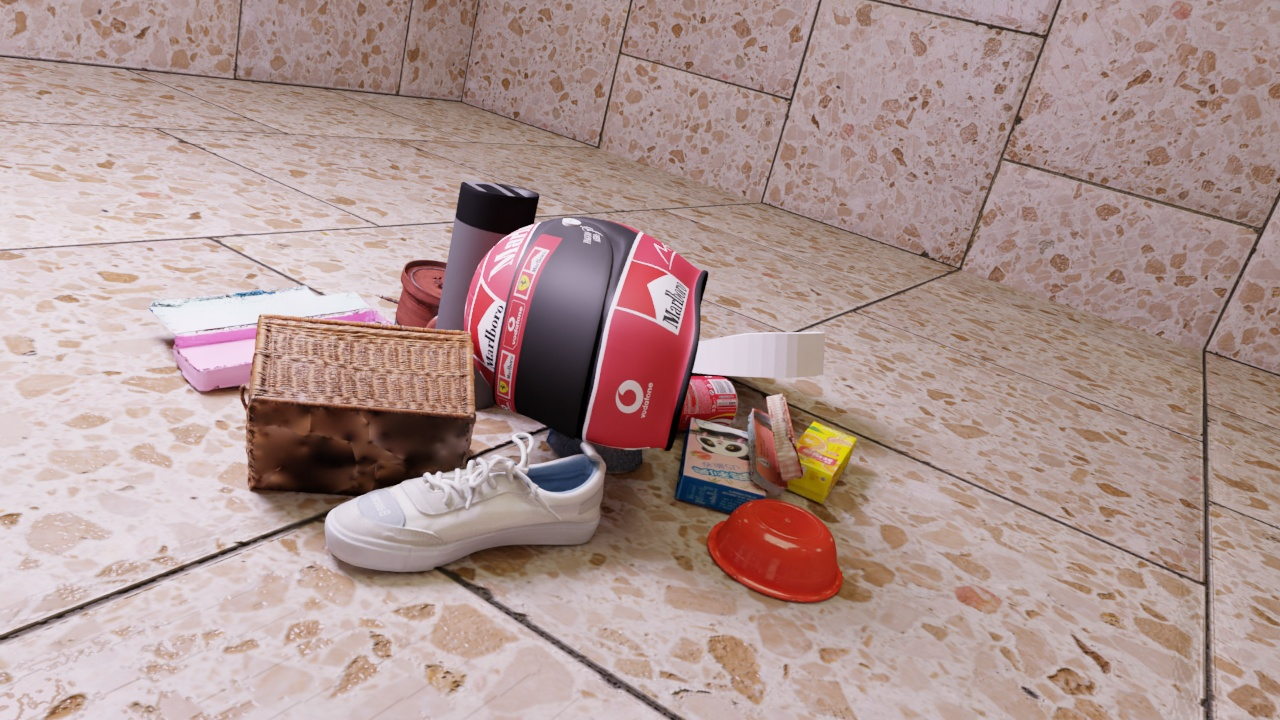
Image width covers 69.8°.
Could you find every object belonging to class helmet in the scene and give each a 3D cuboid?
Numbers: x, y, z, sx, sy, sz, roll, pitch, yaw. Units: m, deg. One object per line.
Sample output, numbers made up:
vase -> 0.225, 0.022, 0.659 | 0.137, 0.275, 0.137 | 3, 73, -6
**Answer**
helmet -> -0.057, -0.033, 0.884 | 0.224, 0.198, 0.270 | 14, 22, 2

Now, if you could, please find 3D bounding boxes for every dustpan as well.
dustpan -> 0.122, -0.017, 1.214 | 0.191, 0.053, 0.258 | -2, 6, -40

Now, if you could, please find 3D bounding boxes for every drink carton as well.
drink carton -> 0.204, 0.114, 1.052 | 0.058, 0.043, 0.134 | 22, 21, 18

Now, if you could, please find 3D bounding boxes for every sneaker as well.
sneaker -> -0.135, 0.108, 0.755 | 0.241, 0.091, 0.089 | 0, 25, -34

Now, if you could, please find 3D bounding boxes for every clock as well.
clock -> -0.240, -0.061, 1.152 | 0.158, 0.072, 0.120 | 35, 26, 24

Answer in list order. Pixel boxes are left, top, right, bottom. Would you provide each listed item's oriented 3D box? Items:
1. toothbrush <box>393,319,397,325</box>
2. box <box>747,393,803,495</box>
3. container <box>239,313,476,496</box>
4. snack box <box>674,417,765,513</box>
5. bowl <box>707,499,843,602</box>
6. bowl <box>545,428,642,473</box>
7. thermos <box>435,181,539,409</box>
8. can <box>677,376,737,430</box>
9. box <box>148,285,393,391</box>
toothbrush -> -0.329, -0.031, 1.111 | 0.016, 0.017, 0.188 | 20, 19, 11
box -> 0.141, 0.092, 0.995 | 0.064, 0.056, 0.187 | -22, 13, 11
container -> -0.242, 0.043, 0.800 | 0.198, 0.114, 0.112 | 5, 37, -18
snack box -> 0.087, 0.113, 0.987 | 0.088, 0.033, 0.154 | 14, 20, 1
bowl -> 0.130, 0.166, 0.851 | 0.130, 0.045, 0.130 | 13, 20, -5
bowl -> -0.043, 0.072, 0.976 | 0.110, 0.055, 0.110 | 14, 19, -5
thermos -> -0.174, -0.072, 0.996 | 0.082, 0.241, 0.082 | 13, 20, -5
can -> 0.059, 0.051, 1.091 | 0.104, 0.064, 0.064 | 1, 24, -35
box -> -0.396, -0.033, 1.006 | 0.229, 0.035, 0.159 | -13, 36, -43
